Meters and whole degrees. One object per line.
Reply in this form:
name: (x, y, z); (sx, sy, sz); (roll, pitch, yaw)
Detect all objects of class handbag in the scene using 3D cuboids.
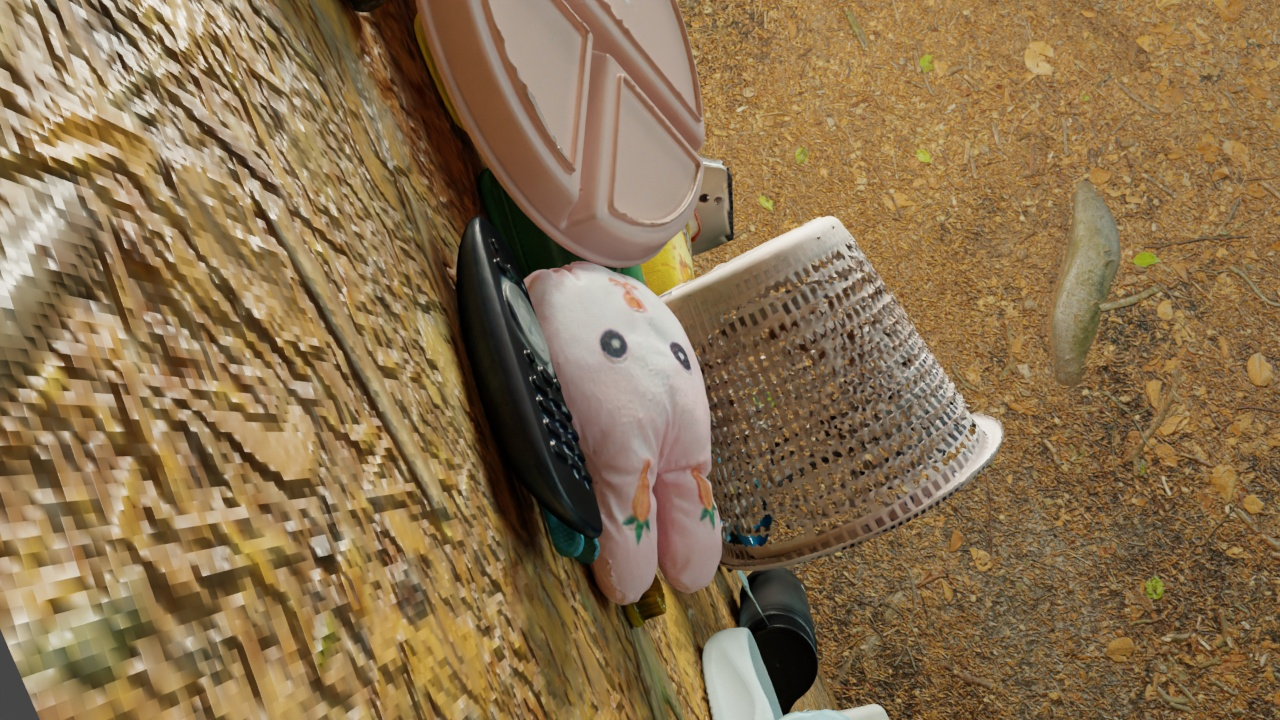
handbag: (-0.039, -0.059, 0.531); (0.131, 0.068, 0.120); (50, 25, -78)

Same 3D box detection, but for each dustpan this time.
dustpan: (0.223, 0.501, 1.029); (0.257, 0.143, 0.222); (3, 59, -51)

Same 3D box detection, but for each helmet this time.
helmet: (-0.014, -0.219, 0.997); (0.274, 0.157, 0.230); (55, 6, -3)

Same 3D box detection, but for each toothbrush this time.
toothbrush: (-0.006, 0.074, 0.488); (0.190, 0.016, 0.016); (-103, 169, -66)

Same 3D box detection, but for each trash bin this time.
trash bin: (0.113, 0.012, 0.661); (0.192, 0.227, 0.227); (64, 5, -4)

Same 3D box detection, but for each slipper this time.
slipper: (0.089, 0.219, 0.473); (0.245, 0.074, 0.104); (-111, 177, -72)

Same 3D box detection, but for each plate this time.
plate: (-0.025, -0.161, 0.459); (0.229, 0.028, 0.229); (30, 54, -51)

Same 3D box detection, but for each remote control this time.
remote control: (-0.046, 0.005, 0.335); (0.053, 0.024, 0.136); (53, 13, -57)

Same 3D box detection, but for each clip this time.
clip: (-0.031, 0.050, 0.349); (0.038, 0.013, 0.055); (55, 11, -70)

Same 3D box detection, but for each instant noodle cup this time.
instant noodle cup: (-0.002, -0.077, 0.776); (0.116, 0.116, 0.123); (54, 25, -70)

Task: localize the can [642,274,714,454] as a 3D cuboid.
can: (-0.004, 0.004, 0.610); (0.058, 0.058, 0.147); (49, 18, -74)

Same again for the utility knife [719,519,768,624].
utility knife: (0.052, 0.121, 0.753); (0.216, 0.018, 0.034); (60, -3, 29)

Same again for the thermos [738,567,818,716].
thermos: (0.119, 0.249, 0.819); (0.242, 0.068, 0.090); (12, 83, -82)

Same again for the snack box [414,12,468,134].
snack box: (-0.074, -0.176, 0.524); (0.080, 0.091, 0.082); (-123, -170, -79)

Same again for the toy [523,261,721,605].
toy: (-0.005, 0.027, 0.415); (0.121, 0.054, 0.159); (6, 63, -53)

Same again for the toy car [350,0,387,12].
toy car: (-0.114, -0.167, 0.357); (0.090, 0.035, 0.042); (-101, 169, -82)

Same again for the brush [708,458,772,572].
brush: (0.088, 0.142, 0.872); (0.144, 0.073, 0.055); (62, 2, -41)
